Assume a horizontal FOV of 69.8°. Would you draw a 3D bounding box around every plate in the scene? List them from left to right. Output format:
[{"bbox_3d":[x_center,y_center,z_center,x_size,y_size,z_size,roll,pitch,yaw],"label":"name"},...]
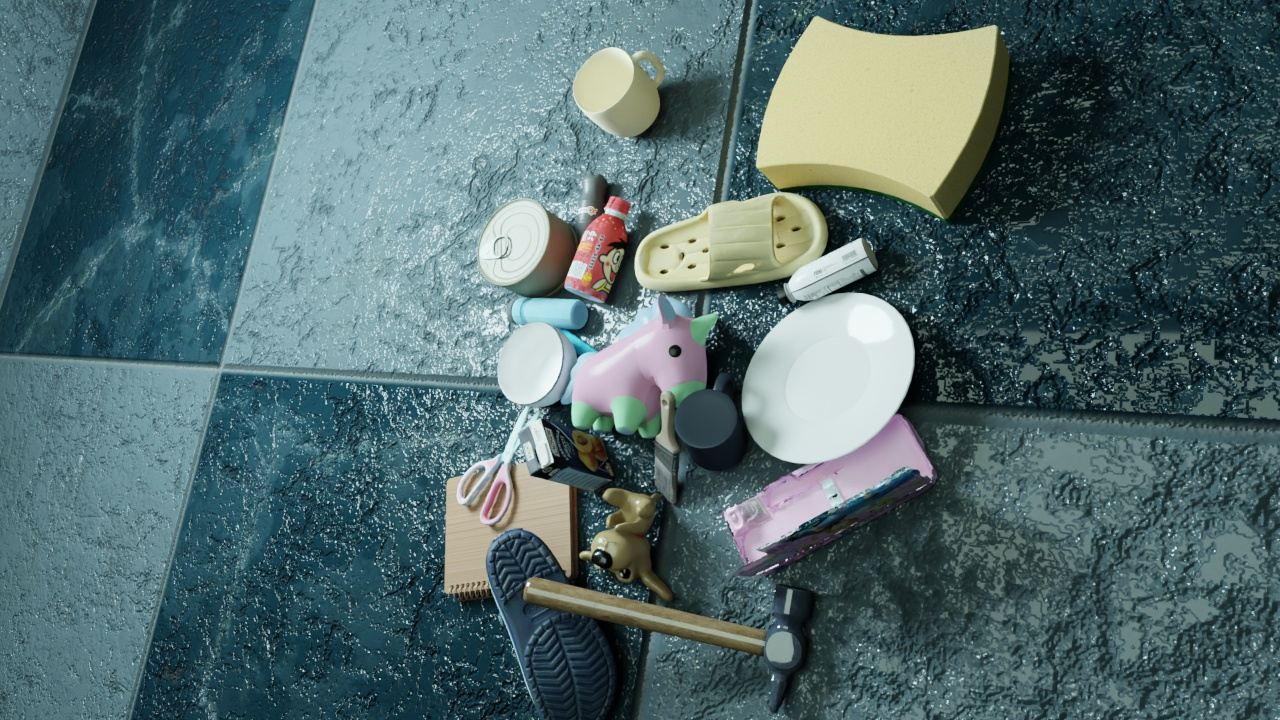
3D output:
[{"bbox_3d":[0.204,0.019,1.010,0.209,0.015,0.208,-24,48,30],"label":"plate"}]

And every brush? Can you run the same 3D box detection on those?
[{"bbox_3d":[0.031,0.100,1.068,0.039,0.012,0.151,34,135,42],"label":"brush"},{"bbox_3d":[0.272,-0.277,1.040,0.250,0.075,0.195,19,86,36],"label":"brush"}]

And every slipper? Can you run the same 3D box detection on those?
[{"bbox_3d":[-0.107,0.320,1.099,0.105,0.095,0.252,-22,79,-15],"label":"slipper"},{"bbox_3d":[0.094,-0.149,1.119,0.262,0.079,0.111,-9,67,32],"label":"slipper"}]

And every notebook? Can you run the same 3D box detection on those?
[{"bbox_3d":[-0.174,0.224,1.212,0.211,0.022,0.169,-15,67,29],"label":"notebook"}]

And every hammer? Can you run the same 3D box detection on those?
[{"bbox_3d":[0.020,0.285,1.005,0.322,0.040,0.129,8,82,18],"label":"hammer"}]

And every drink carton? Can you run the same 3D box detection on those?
[{"bbox_3d":[-0.090,0.117,1.123,0.040,0.130,0.064,-34,59,21],"label":"drink carton"}]

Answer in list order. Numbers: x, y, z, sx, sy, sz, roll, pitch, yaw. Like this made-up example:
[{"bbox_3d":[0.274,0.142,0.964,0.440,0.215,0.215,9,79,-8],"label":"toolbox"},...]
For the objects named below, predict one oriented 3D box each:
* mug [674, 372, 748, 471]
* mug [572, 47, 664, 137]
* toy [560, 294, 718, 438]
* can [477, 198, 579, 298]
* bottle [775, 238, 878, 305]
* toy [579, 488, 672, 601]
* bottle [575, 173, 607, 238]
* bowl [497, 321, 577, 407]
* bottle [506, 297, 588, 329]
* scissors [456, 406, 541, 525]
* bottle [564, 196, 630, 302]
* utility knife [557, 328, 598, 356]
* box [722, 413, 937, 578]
[{"bbox_3d":[0.086,0.065,1.048,0.071,0.077,0.105,12,69,21],"label":"mug"},{"bbox_3d":[-0.016,-0.363,1.243,0.120,0.099,0.096,-38,60,16],"label":"mug"},{"bbox_3d":[-0.007,0.007,1.122,0.223,0.120,0.171,3,82,39],"label":"toy"},{"bbox_3d":[-0.156,-0.154,1.286,0.128,0.073,0.127,-11,70,31],"label":"can"},{"bbox_3d":[0.209,-0.096,1.047,0.116,0.041,0.041,-26,62,25],"label":"bottle"},{"bbox_3d":[-0.014,0.208,1.071,0.134,0.105,0.108,18,97,32],"label":"toy"},{"bbox_3d":[-0.069,-0.203,1.266,0.036,0.036,0.109,-2,75,33],"label":"bottle"},{"bbox_3d":[-0.129,0.010,1.223,0.114,0.063,0.113,-10,71,32],"label":"bowl"},{"bbox_3d":[-0.134,-0.066,1.264,0.130,0.040,0.040,5,78,34],"label":"bottle"},{"bbox_3d":[-0.193,0.127,1.237,0.105,0.016,0.179,18,84,37],"label":"scissors"},{"bbox_3d":[-0.050,-0.150,1.222,0.062,0.062,0.137,20,87,36],"label":"bottle"},{"bbox_3d":[-0.080,-0.018,1.231,0.124,0.015,0.022,38,96,38],"label":"utility knife"},{"bbox_3d":[0.181,0.139,0.952,0.231,0.105,0.086,-34,60,20],"label":"box"}]
